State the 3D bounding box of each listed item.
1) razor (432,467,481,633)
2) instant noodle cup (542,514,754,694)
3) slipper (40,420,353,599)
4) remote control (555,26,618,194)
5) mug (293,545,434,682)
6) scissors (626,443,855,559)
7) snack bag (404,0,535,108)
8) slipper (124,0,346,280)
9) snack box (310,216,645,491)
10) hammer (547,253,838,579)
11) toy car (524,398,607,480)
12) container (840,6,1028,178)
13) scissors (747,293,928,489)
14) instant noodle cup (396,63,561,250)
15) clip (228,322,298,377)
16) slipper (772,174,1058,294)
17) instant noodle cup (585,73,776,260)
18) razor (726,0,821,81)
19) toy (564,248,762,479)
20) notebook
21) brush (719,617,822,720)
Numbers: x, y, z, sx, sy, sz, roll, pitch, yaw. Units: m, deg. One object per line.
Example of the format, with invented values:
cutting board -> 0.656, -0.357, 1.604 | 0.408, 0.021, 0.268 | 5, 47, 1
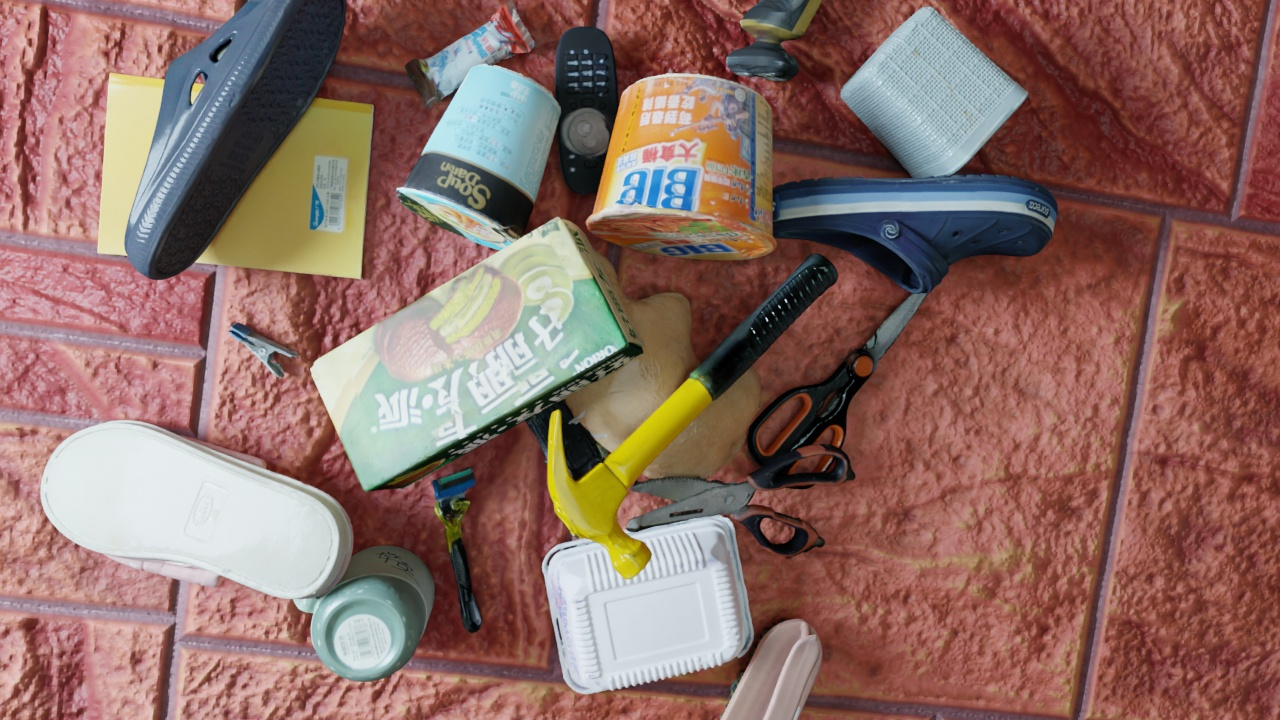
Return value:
razor -> -0.154, 0.164, 0.783 | 0.042, 0.022, 0.143 | -17, 103, -49
instant noodle cup -> 0.010, 0.215, 0.786 | 0.173, 0.060, 0.138 | -11, 96, -4
slipper -> -0.346, 0.118, 0.723 | 0.274, 0.054, 0.114 | 11, 83, 13
remote control -> -0.044, -0.206, 0.764 | 0.053, 0.024, 0.136 | -3, 96, -8
mug -> -0.225, 0.196, 0.733 | 0.111, 0.106, 0.082 | 23, 92, -7
scissors -> 0.089, 0.122, 0.769 | 0.196, 0.015, 0.214 | -40, 124, -8
snack bag -> -0.139, -0.250, 0.750 | 0.104, 0.026, 0.048 | -29, 83, -4
slipper -> -0.320, -0.189, 0.684 | 0.083, 0.110, 0.268 | 32, 91, -4
snack box -> -0.128, -0.001, 0.715 | 0.240, 0.063, 0.114 | -29, 80, 9
hammer -> 0.048, 0.021, 0.713 | 0.300, 0.033, 0.129 | -43, 94, -17
toy car -> -0.068, 0.060, 0.774 | 0.048, 0.031, 0.105 | -32, 95, -32
container -> 0.239, -0.221, 0.765 | 0.111, 0.090, 0.090 | 44, 88, -5
scissors -> 0.194, 0.023, 0.815 | 0.234, 0.022, 0.125 | -31, 106, -8
instant noodle cup -> -0.118, -0.161, 0.725 | 0.111, 0.111, 0.120 | 23, 83, -8
clip -> -0.311, -0.010, 0.751 | 0.057, 0.024, 0.028 | 38, 93, -14
slipper -> 0.227, -0.104, 0.762 | 0.252, 0.105, 0.095 | 2, 93, -7
instant noodle cup -> 0.038, -0.149, 0.722 | 0.151, 0.151, 0.111 | 8, 85, -7
razor -> 0.134, -0.306, 0.768 | 0.067, 0.062, 0.167 | 34, 84, -38
toy -> -0.004, 0.004, 0.761 | 0.226, 0.083, 0.143 | 45, 69, -6
notebook -> -0.327, -0.147, 0.744 | 0.206, 0.010, 0.146 | 5, 93, -7
brush -> 0.114, 0.293, 0.796 | 0.063, 0.073, 0.145 | 27, 89, -7
